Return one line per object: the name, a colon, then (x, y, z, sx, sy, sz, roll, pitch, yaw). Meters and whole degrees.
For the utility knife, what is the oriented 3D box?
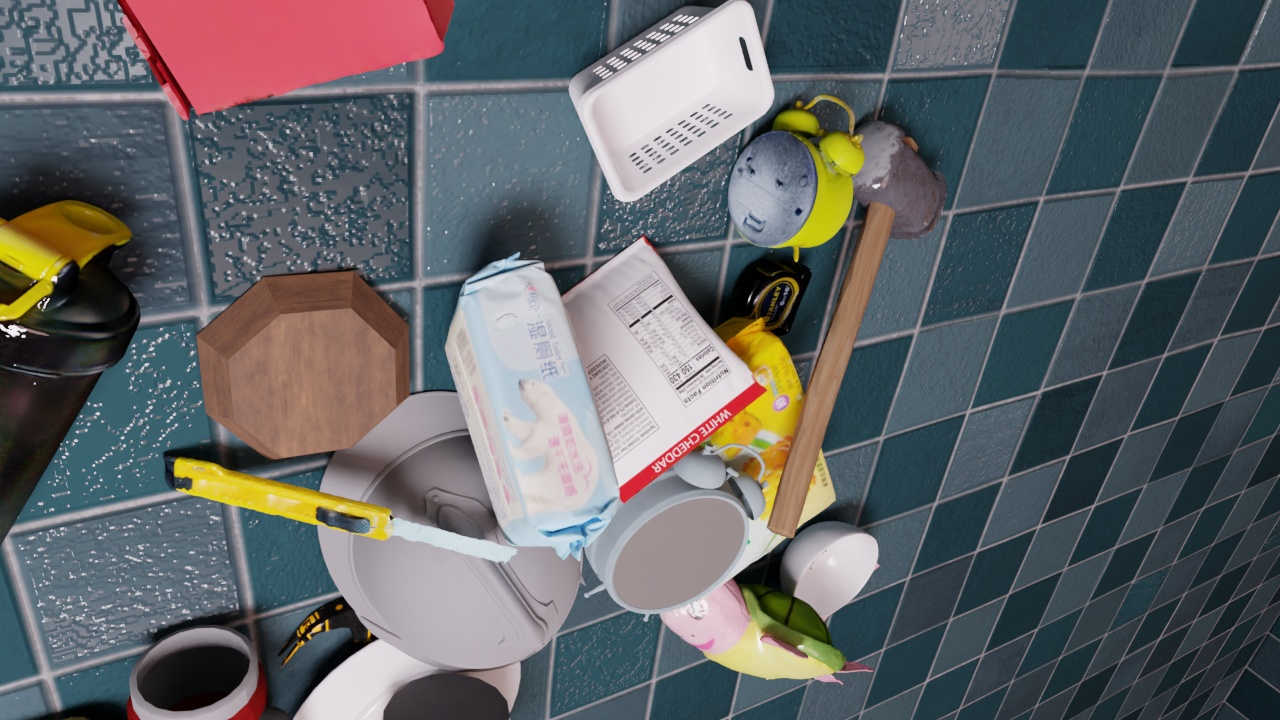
utility knife: (-0.186, 0.094, 0.571, 0.224, 0.019, 0.031, 13, 130, -5)

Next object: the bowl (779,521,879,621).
bowl: (0.191, 0.213, 0.969, 0.114, 0.050, 0.115, -18, 128, -25)

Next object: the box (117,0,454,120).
box: (-0.318, -0.245, 0.454, 0.170, 0.479, 0.214, -49, 139, -31)

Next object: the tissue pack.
tissue pack: (-0.066, 0.036, 0.572, 0.070, 0.181, 0.112, -15, 170, -21)

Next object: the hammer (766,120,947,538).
hammer: (0.156, -0.023, 0.710, 0.098, 0.052, 0.328, 28, 78, -43)

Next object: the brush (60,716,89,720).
brush: (-0.426, 0.284, 0.594, 0.173, 0.042, 0.082, -8, 123, -31)

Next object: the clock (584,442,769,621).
clock: (0.030, 0.125, 0.692, 0.159, 0.045, 0.122, -47, 131, 9)

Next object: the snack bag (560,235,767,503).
snack bag: (-0.004, 0.004, 0.651, 0.130, 0.144, 0.039, -37, 177, -8)

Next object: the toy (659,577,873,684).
toy: (0.115, 0.262, 0.889, 0.238, 0.190, 0.087, 28, 72, -16)

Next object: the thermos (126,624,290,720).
thermos: (-0.294, 0.287, 0.650, 0.108, 0.083, 0.199, 11, 121, 1)

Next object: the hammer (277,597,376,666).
hammer: (-0.235, 0.321, 0.761, 0.123, 0.036, 0.321, -6, 120, -32)

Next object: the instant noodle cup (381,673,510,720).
instant noodle cup: (-0.151, 0.321, 0.703, 0.123, 0.123, 0.121, -6, 111, -32)

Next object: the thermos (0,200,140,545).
thermos: (-0.330, 0.026, 0.454, 0.098, 0.098, 0.221, 22, 109, -42)

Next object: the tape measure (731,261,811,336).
tape measure: (0.102, -0.051, 0.741, 0.061, 0.034, 0.062, 1, 117, -38)

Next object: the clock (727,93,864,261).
clock: (0.114, -0.133, 0.660, 0.057, 0.083, 0.119, 1, 122, -41)

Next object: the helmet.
helmet: (-0.107, 0.155, 0.655, 0.183, 0.118, 0.271, -36, 124, -16)

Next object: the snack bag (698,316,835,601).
snack bag: (0.065, 0.079, 0.758, 0.159, 0.068, 0.247, -32, 130, -8)

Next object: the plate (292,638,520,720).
plate: (-0.187, 0.300, 0.751, 0.208, 0.015, 0.209, -20, 127, -29)

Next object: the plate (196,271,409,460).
plate: (-0.201, 0.009, 0.566, 0.131, 0.025, 0.131, -13, 120, -23)

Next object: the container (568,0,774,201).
container: (0.015, -0.171, 0.588, 0.129, 0.049, 0.081, -35, 133, -10)
